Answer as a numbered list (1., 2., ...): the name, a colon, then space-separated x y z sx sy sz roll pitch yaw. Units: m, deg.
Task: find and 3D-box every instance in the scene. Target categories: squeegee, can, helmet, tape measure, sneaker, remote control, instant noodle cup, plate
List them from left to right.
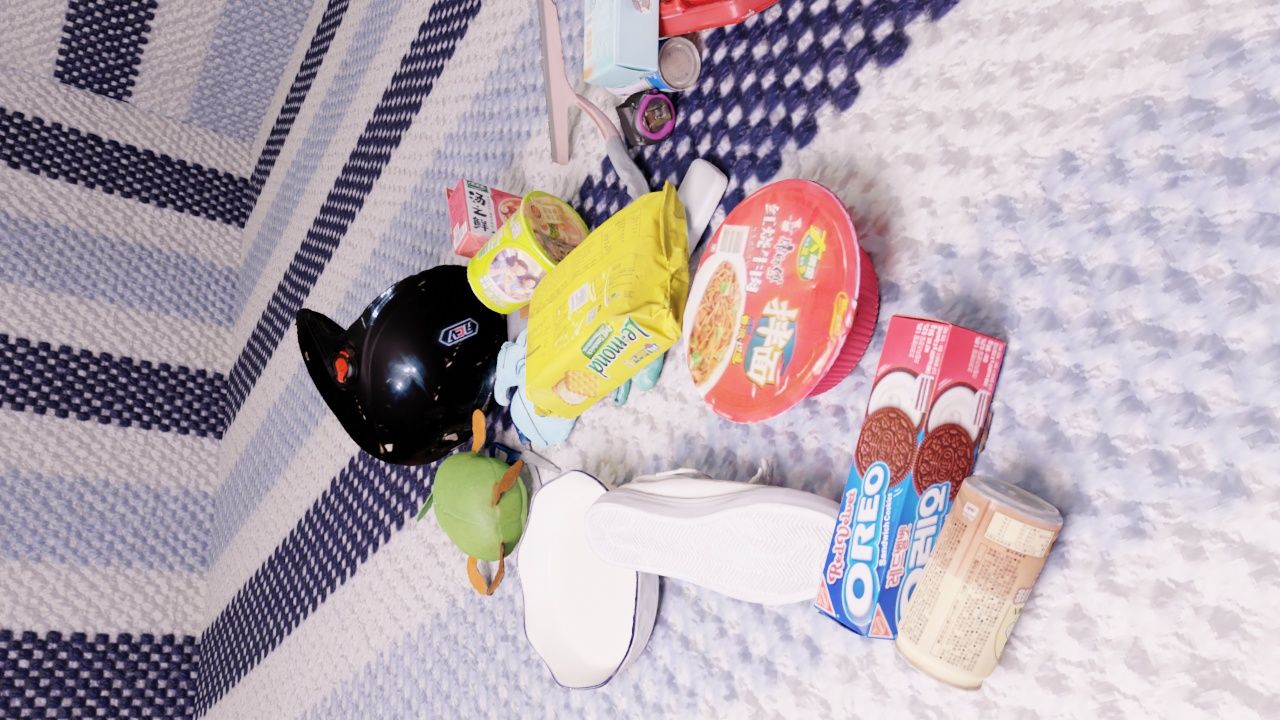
1. helmet: -0.279 0.001 1.148 0.276 0.232 0.230 -40 78 48
2. instant noodle cup: -0.133 -0.116 1.056 0.124 0.111 0.111 -31 53 33
3. plate: -0.051 0.208 0.879 0.205 0.045 0.204 -6 82 52
4. squeegee: -0.039 -0.244 1.022 0.249 0.040 0.248 57 161 29
5. can: 0.006 -0.316 0.993 0.135 0.053 0.053 21 96 57
6. tape measure: 0.008 -0.255 0.964 0.039 0.057 0.057 15 135 52
7. remote control: 0.041 -0.130 0.904 0.136 0.020 0.056 -63 36 20
8. sneaker: 0.073 0.129 0.726 0.243 0.090 0.089 -2 107 38
9. instant noodle cup: 0.116 -0.041 0.721 0.194 0.065 0.193 -23 61 50
10. can: 0.198 0.130 0.543 0.058 0.058 0.116 36 108 55

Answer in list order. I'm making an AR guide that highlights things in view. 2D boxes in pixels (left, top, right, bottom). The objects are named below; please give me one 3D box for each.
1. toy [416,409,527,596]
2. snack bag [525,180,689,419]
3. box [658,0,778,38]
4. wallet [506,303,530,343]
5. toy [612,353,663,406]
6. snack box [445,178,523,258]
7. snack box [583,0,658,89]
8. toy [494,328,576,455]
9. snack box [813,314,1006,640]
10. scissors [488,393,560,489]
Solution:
1. toy: -0.190 0.171 1.083 0.247 0.089 0.227 13 100 60
2. snack bag: -0.040 -0.052 0.908 0.247 0.068 0.157 -36 45 46
3. box: 0.054 -0.384 0.903 0.202 0.095 0.098 20 140 57
4. wallet: -0.135 -0.054 1.126 0.107 0.037 0.129 -39 49 44
5. toy: -0.005 0.005 0.922 0.092 0.030 0.096 30 111 61
6. snack box: -0.183 -0.179 1.173 0.044 0.113 0.127 -50 41 37
7. snack box: -0.019 -0.368 0.918 0.074 0.051 0.175 5 95 62
8. toy: -0.118 0.037 1.046 0.162 0.049 0.156 -27 70 44
9. snack box: 0.175 0.078 0.599 0.057 0.058 0.207 18 94 60
10. scissors: -0.143 0.111 1.103 0.164 0.012 0.162 -36 51 43
